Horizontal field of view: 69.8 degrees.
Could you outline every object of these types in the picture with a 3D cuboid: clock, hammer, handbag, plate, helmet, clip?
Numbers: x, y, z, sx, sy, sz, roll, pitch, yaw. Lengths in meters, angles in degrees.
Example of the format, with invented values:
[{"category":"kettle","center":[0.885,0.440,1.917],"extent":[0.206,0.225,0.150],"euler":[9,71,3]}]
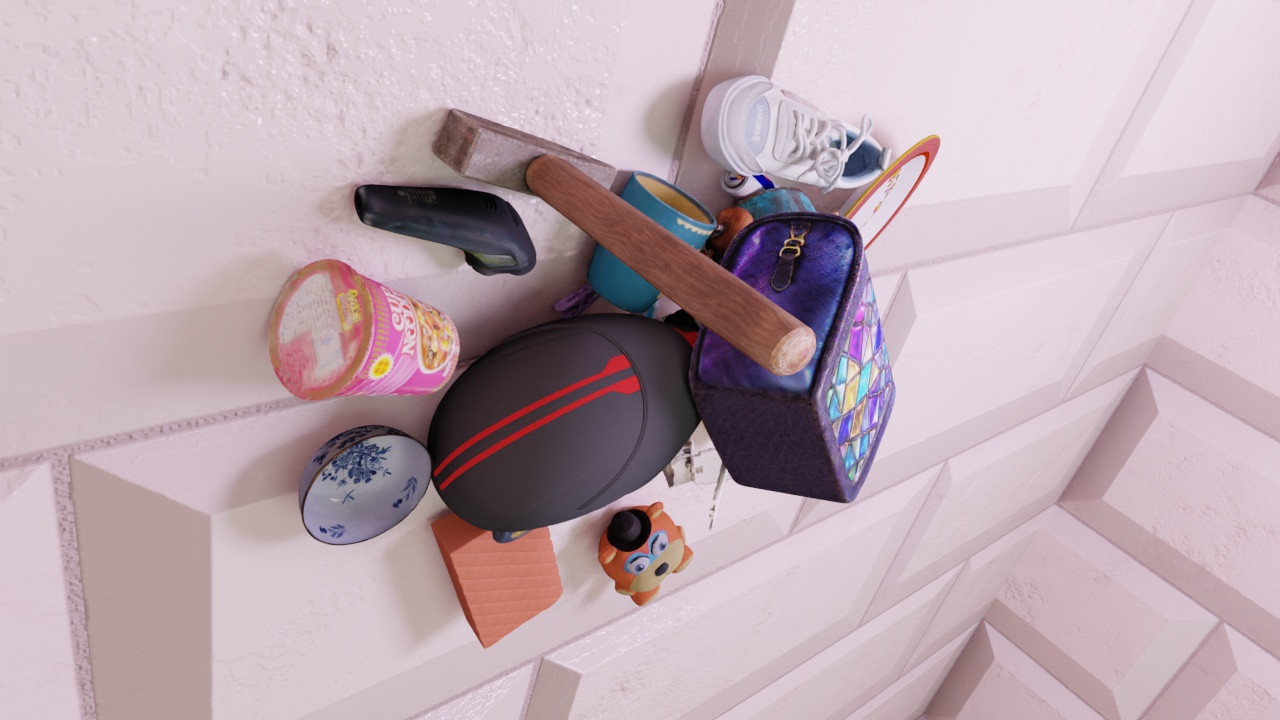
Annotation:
[{"category":"clock","center":[0.113,-0.103,0.898],"extent":[0.157,0.073,0.122],"euler":[-9,152,-24]},{"category":"hammer","center":[0.002,-0.080,0.623],"extent":[0.157,0.301,0.037],"euler":[5,118,-50]},{"category":"handbag","center":[-0.141,0.203,0.943],"extent":[0.108,0.060,0.172],"euler":[-27,137,-21]},{"category":"plate","center":[0.248,-0.160,1.024],"extent":[0.229,0.021,0.230],"euler":[-42,164,-15]},{"category":"helmet","center":[-0.065,0.049,0.777],"extent":[0.265,0.164,0.169],"euler":[-28,171,10]},{"category":"handbag","center":[0.148,-0.009,0.820],"extent":[0.221,0.126,0.205],"euler":[-65,146,-30]},{"category":"clip","center":[-0.057,-0.052,0.840],"extent":[0.051,0.013,0.035],"euler":[-36,145,-23]}]

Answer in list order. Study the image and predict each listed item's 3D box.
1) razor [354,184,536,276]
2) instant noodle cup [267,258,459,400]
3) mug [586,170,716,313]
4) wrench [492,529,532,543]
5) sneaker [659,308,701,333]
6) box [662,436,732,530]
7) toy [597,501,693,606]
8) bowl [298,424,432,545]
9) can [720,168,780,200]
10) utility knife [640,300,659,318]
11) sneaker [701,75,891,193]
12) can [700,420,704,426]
[{"category":"razor","center":[-0.142,-0.096,0.678],"extent":[0.151,0.054,0.067],"euler":[5,136,-43]},{"category":"instant noodle cup","center":[-0.191,-0.014,0.663],"extent":[0.098,0.098,0.108],"euler":[-57,152,10]},{"category":"mug","center":[0.009,-0.103,0.816],"extent":[0.104,0.084,0.112],"euler":[-57,174,22]},{"category":"wrench","center":[-0.069,0.131,0.926],"extent":[0.272,0.022,0.073],"euler":[-22,137,-63]},{"category":"sneaker","center":[0.107,-0.016,0.938],"extent":[0.079,0.084,0.235],"euler":[-36,155,27]},{"category":"box","center":[0.077,0.085,0.934],"extent":[0.106,0.192,0.144],"euler":[-16,143,-6]},{"category":"toy","center":[0.001,0.229,1.110],"extent":[0.112,0.096,0.176],"euler":[-43,134,-9]},{"category":"bowl","center":[-0.232,0.093,0.754],"extent":[0.114,0.045,0.114],"euler":[-29,141,-27]},{"category":"can","center":[0.116,-0.166,0.904],"extent":[0.095,0.032,0.032],"euler":[16,110,-53]},{"category":"utility knife","center":[-0.005,0.005,0.881],"extent":[0.022,0.015,0.151],"euler":[56,43,-59]},{"category":"sneaker","center":[0.152,-0.204,0.839],"extent":[0.241,0.091,0.089],"euler":[0,99,-51]},{"category":"can","center":[0.124,0.052,1.089],"extent":[0.092,0.056,0.116],"euler":[-45,146,9]}]
